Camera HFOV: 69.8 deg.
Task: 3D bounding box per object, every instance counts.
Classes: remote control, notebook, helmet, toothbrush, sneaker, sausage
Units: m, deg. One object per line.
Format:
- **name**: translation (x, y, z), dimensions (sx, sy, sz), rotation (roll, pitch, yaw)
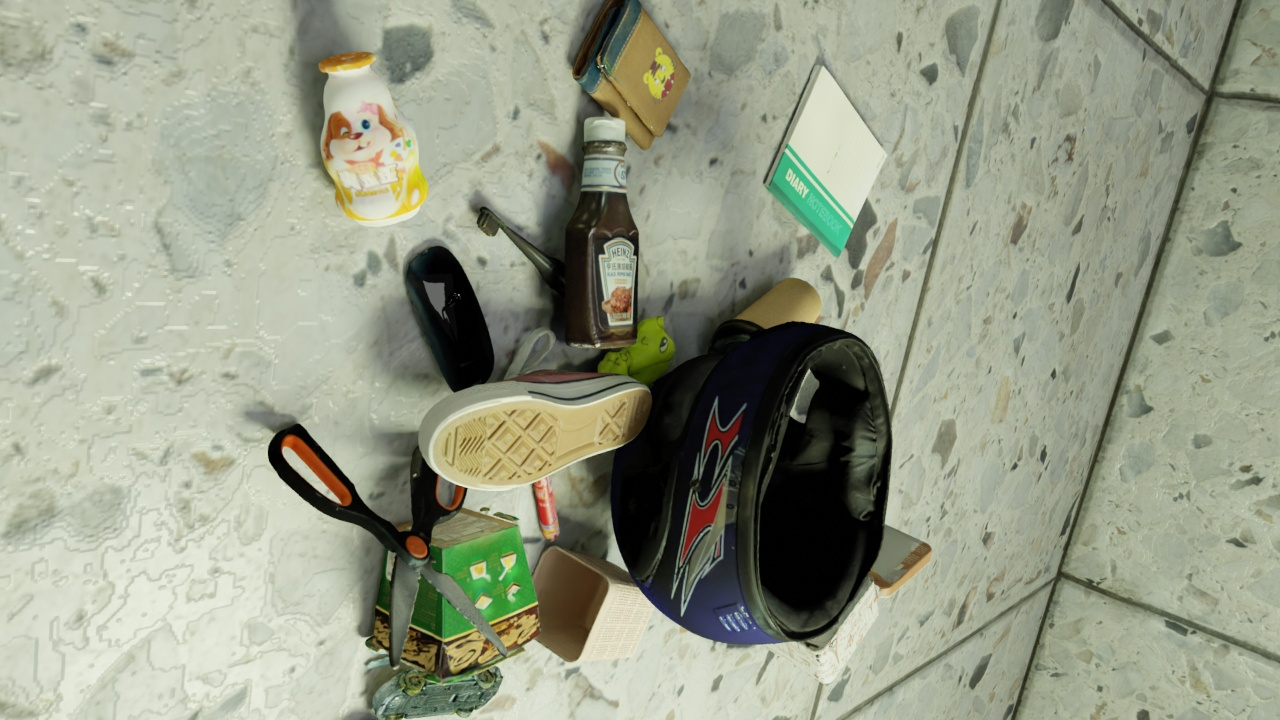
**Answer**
- **remote control**: translation (-0.147, -0.027, 0.736), dimensions (0.053, 0.024, 0.136), rotation (-39, 133, -30)
- **notebook**: translation (0.224, -0.228, 1.088), dimensions (0.209, 0.012, 0.150), rotation (28, 86, -52)
- **helmet**: translation (0.091, 0.110, 0.895), dimensions (0.246, 0.241, 0.315), rotation (-4, 102, -41)
- **toothbrush**: translation (-0.072, -0.073, 0.802), dimensions (0.212, 0.026, 0.027), rotation (38, 69, -50)
- **sneaker**: translation (-0.096, 0.042, 0.777), dimensions (0.240, 0.088, 0.118), rotation (-9, 121, -48)
- **sausage**: translation (-0.093, 0.113, 0.867), dimensions (0.020, 0.020, 0.156), rotation (-30, 128, -38)

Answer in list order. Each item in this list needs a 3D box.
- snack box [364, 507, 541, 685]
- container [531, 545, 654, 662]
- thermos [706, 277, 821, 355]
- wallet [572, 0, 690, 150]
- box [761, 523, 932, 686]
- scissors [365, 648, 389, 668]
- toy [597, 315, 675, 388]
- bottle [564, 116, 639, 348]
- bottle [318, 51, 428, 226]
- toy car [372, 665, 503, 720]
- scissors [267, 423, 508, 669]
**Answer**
- **snack box**: translation (-0.157, 0.187, 0.766), dimensions (0.117, 0.118, 0.105), rotation (-10, 101, -47)
- **container**: translation (-0.048, 0.248, 0.928), dimensions (0.111, 0.090, 0.090), rotation (27, 86, -54)
- **thermos**: translation (0.144, -0.032, 1.030), dimensions (0.142, 0.093, 0.093), rotation (-46, 137, -38)
- **wallet**: translation (-0.005, -0.249, 0.798), dimensions (0.115, 0.033, 0.090), rotation (37, 77, -54)
- **box**: translation (0.243, 0.276, 1.209), dimensions (0.258, 0.179, 0.110), rotation (-43, 135, -26)
- **scissors**: translation (-0.185, 0.250, 0.825), dimensions (0.137, 0.017, 0.073), rotation (18, 102, -49)
- **toy**: translation (-0.005, 0.005, 0.911), dimensions (0.099, 0.031, 0.097), rotation (-16, 123, -41)
- **bottle**: translation (-0.032, -0.109, 0.793), dimensions (0.079, 0.044, 0.195), rotation (-7, 99, -56)
- **bottle**: translation (-0.182, -0.147, 0.612), dimensions (0.063, 0.063, 0.108), rotation (-33, 129, -36)
- **toy car**: translation (-0.181, 0.296, 0.826), dimensions (0.120, 0.036, 0.054), rotation (8, 126, -41)
- **scissors**: translation (-0.176, 0.124, 0.673), dimensions (0.022, 0.234, 0.220), rotation (-44, -170, 22)
